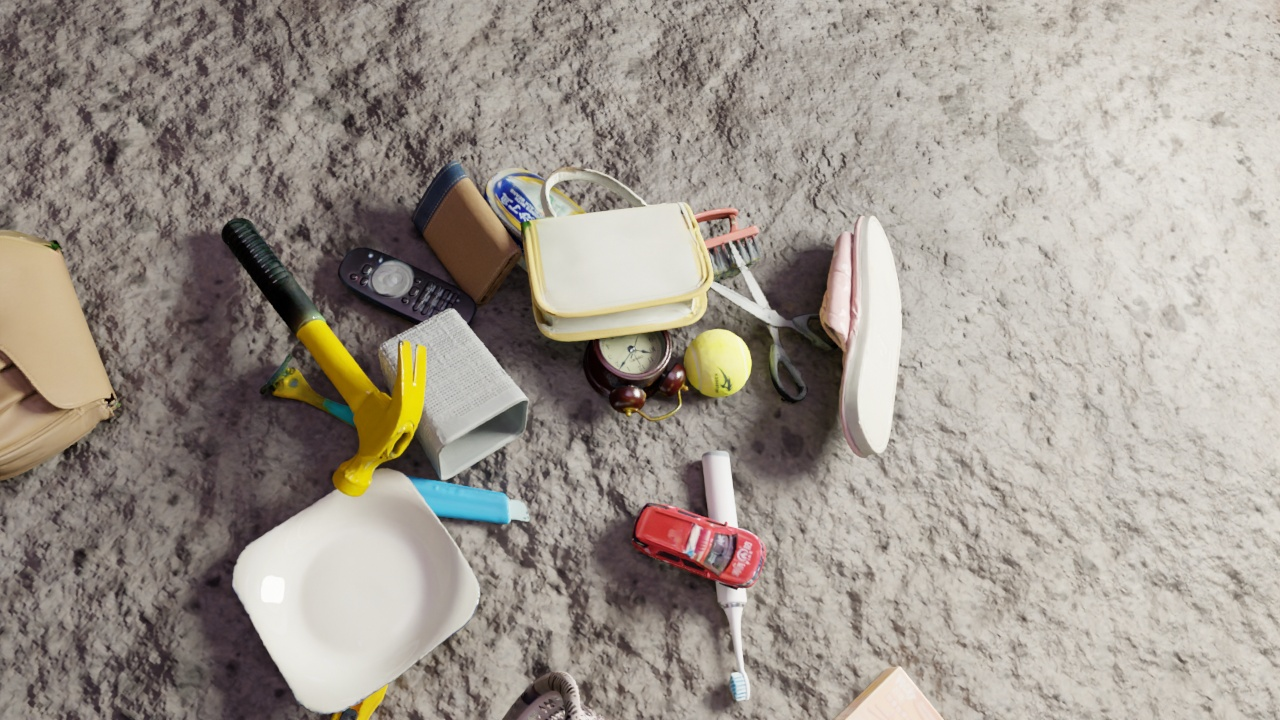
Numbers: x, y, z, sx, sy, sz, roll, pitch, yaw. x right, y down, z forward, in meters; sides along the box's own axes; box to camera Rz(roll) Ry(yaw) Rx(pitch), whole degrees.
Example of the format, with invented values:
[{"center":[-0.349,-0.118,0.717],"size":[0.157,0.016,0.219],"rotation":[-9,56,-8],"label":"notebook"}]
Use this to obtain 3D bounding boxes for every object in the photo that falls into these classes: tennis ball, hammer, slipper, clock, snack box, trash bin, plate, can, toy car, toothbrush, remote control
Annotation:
[{"center":[0.074,0.003,0.886],"size":[0.065,0.066,0.065],"rotation":[4,66,-10],"label":"tennis ball"},{"center":[-0.285,-0.028,0.798],"size":[0.300,0.032,0.129],"rotation":[45,103,26],"label":"hammer"},{"center":[0.216,-0.028,0.914],"size":[0.055,0.114,0.273],"rotation":[-11,53,32],"label":"slipper"},{"center":[-0.005,0.005,0.873],"size":[0.082,0.055,0.122],"rotation":[-23,71,-21],"label":"clock"},{"center":[0.193,0.345,0.784],"size":[0.157,0.026,0.084],"rotation":[-34,77,-23],"label":"snack box"},{"center":[-0.023,0.363,0.643],"size":[0.192,0.228,0.227],"rotation":[29,64,-13],"label":"trash bin"},{"center":[-0.229,0.186,0.751],"size":[0.163,0.034,0.164],"rotation":[-33,68,-18],"label":"plate"},{"center":[-0.094,-0.128,0.916],"size":[0.148,0.049,0.074],"rotation":[41,66,7],"label":"can"},{"center":[0.049,0.162,0.807],"size":[0.120,0.045,0.052],"rotation":[16,75,16],"label":"toy car"},{"center":[0.079,0.190,0.828],"size":[0.026,0.027,0.220],"rotation":[11,63,-34],"label":"toothbrush"},{"center":[-0.222,-0.064,0.876],"size":[0.136,0.024,0.053],"rotation":[25,67,2],"label":"remote control"}]

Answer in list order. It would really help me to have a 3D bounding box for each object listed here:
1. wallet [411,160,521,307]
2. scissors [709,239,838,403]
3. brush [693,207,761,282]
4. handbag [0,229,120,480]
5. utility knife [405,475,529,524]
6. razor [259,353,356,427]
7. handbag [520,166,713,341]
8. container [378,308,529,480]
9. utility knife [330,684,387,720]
[{"center":[-0.167,-0.120,0.879],"size":[0.033,0.090,0.115],"rotation":[-21,70,-50],"label":"wallet"},{"center":[0.132,-0.038,0.917],"size":[0.178,0.014,0.159],"rotation":[4,79,-27],"label":"scissors"},{"center":[0.045,-0.108,0.929],"size":[0.145,0.063,0.069],"rotation":[-19,84,-17],"label":"brush"},{"center":[-0.530,-0.011,0.746],"size":[0.147,0.100,0.204],"rotation":[-22,77,-23],"label":"handbag"},{"center":[-0.177,0.123,0.808],"size":[0.162,0.018,0.034],"rotation":[10,78,-9],"label":"utility knife"},{"center":[-0.270,0.040,0.817],"size":[0.132,0.028,0.043],"rotation":[23,51,4],"label":"razor"},{"center":[-0.029,-0.108,0.863],"size":[0.163,0.063,0.178],"rotation":[-9,62,-9],"label":"handbag"},{"center":[-0.169,0.027,0.813],"size":[0.090,0.090,0.114],"rotation":[-31,73,-22],"label":"container"},{"center":[-0.236,0.306,0.717],"size":[0.033,0.015,0.191],"rotation":[18,64,0],"label":"utility knife"}]
